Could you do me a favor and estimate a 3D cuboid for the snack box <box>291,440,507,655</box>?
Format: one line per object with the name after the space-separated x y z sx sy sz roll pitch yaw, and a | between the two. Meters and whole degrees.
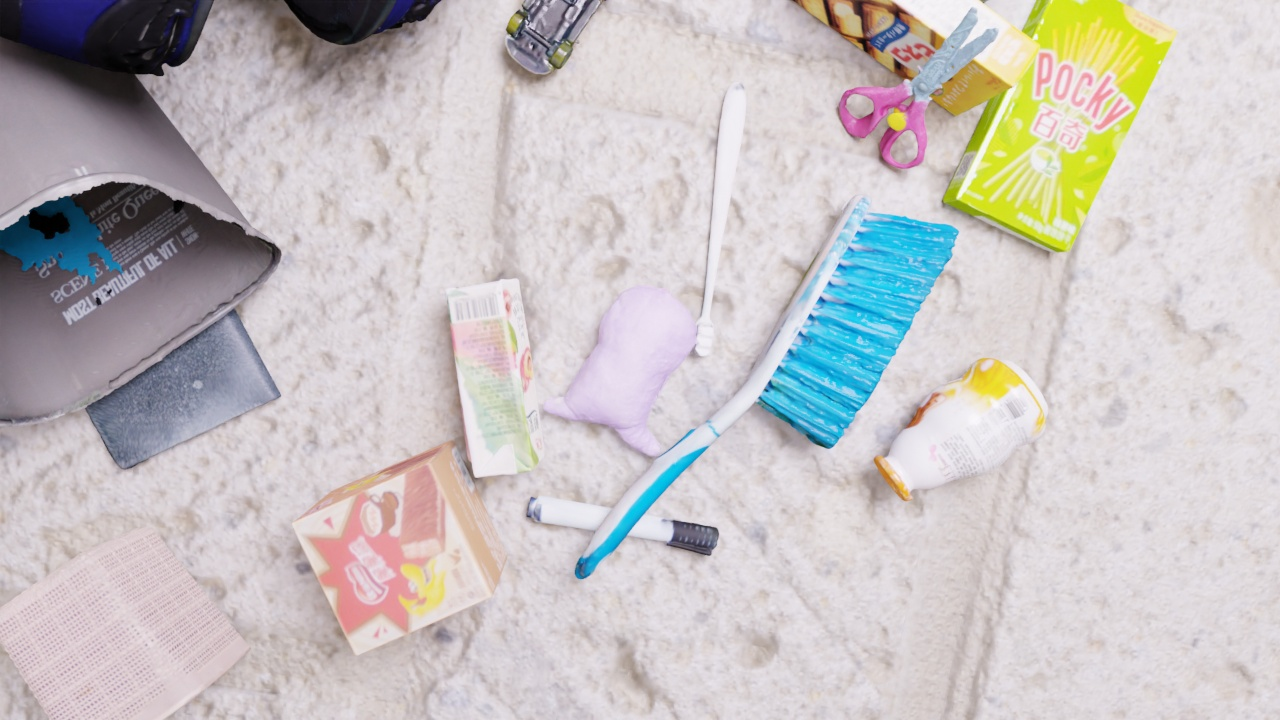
-0.150 0.116 0.586 0.094 0.077 0.093 -23 96 1 | snack box

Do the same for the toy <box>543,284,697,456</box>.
-0.004 0.003 0.598 0.084 0.039 0.108 26 98 -7 | toy

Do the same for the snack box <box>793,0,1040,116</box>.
0.161 -0.207 0.556 0.140 0.087 0.034 32 92 -5 | snack box

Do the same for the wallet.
-0.311 0.006 0.601 0.121 0.019 0.097 -24 97 3 | wallet

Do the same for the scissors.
0.161 -0.167 0.545 0.072 0.137 0.017 39 68 7 | scissors

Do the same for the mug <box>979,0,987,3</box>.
0.182 -0.261 0.541 0.111 0.106 0.082 26 95 -4 | mug

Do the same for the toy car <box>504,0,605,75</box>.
-0.048 -0.221 0.575 0.042 0.035 0.090 35 94 -3 | toy car

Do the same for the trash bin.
-0.358 -0.105 0.500 0.199 0.198 0.219 -34 82 0 | trash bin

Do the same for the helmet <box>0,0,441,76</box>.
-0.174 -0.281 0.455 0.240 0.248 0.315 6 77 -33 | helmet

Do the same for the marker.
-0.012 0.111 0.619 0.130 0.018 0.022 10 67 -3 | marker

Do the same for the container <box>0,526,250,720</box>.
-0.330 0.176 0.583 0.090 0.090 0.111 -34 93 2 | container

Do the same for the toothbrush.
0.052 -0.091 0.601 0.016 0.016 0.180 7 95 -5 | toothbrush

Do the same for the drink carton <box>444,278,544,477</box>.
-0.094 0.011 0.589 0.045 0.053 0.122 -7 96 3 | drink carton

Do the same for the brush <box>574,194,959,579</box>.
0.080 0.030 0.592 0.109 0.060 0.314 30 91 2 | brush

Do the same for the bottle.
0.206 0.047 0.596 0.108 0.063 0.063 -35 96 2 | bottle

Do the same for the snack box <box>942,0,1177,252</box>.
0.270 -0.158 0.595 0.086 0.026 0.156 25 94 -5 | snack box
